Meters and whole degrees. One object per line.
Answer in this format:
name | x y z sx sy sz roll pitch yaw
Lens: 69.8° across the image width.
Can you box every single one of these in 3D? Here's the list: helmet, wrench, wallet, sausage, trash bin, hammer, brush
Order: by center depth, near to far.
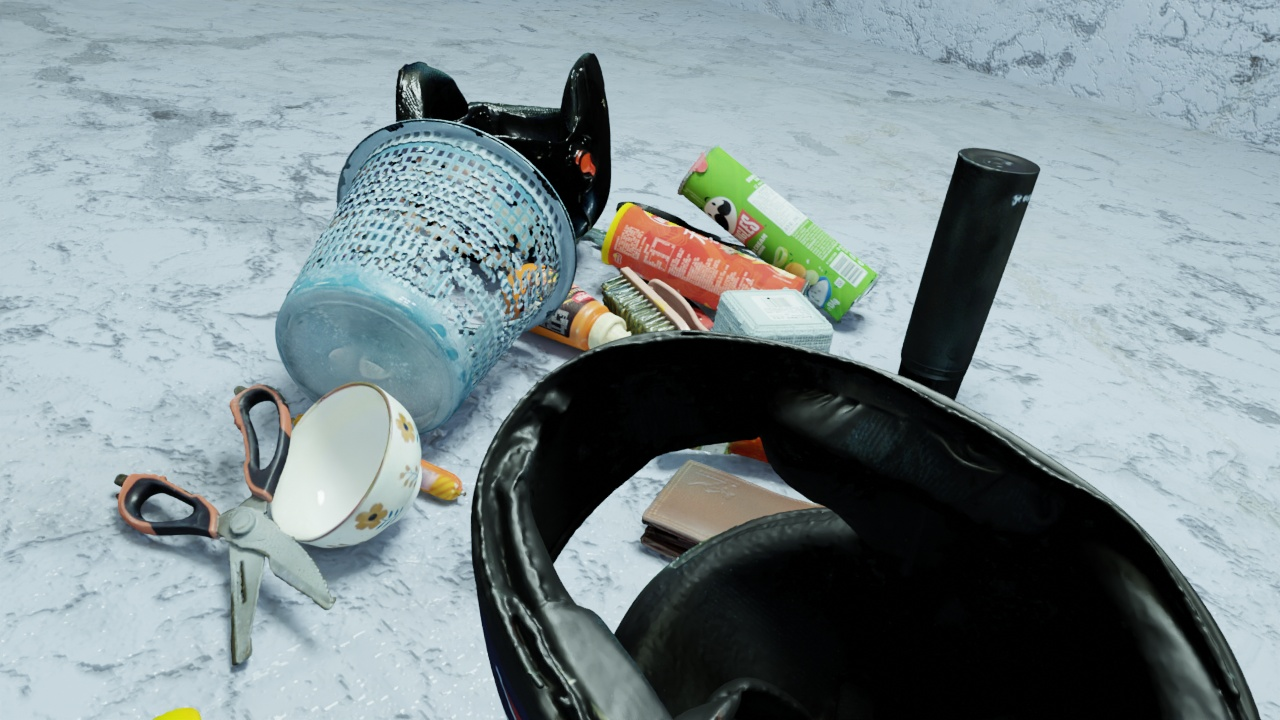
hammer | -0.130 0.256 0.380 0.323 0.032 0.125 27 34 31
helmet | 0.080 0.150 0.396 0.315 0.241 0.246 34 64 25
wallet | 0.072 0.119 0.673 0.124 0.032 0.101 18 28 16
sausage | -0.201 0.072 0.697 0.165 0.021 0.021 19 31 19
trash bin | -0.187 -0.053 0.757 0.227 0.227 0.194 12 42 7
brush | 0.020 -0.035 0.898 0.073 0.063 0.145 -19 39 -23
helmet | -0.148 -0.212 1.001 0.234 0.230 0.273 2 26 19
wrench | 0.001 -0.098 1.052 0.056 0.016 0.273 -9 33 -32

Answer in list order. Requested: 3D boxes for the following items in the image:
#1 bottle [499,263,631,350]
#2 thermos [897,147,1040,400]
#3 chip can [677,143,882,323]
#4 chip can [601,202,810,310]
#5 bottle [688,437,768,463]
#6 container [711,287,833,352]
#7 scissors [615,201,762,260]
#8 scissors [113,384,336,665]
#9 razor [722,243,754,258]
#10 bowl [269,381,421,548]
bottle | -0.067 -0.042 0.888 0.149 0.067 0.066 27 35 28
thermos | 0.293 -0.069 0.841 0.068 0.243 0.089 27 35 28
chip can | 0.152 -0.141 1.016 0.236 0.072 0.072 40 36 6
chip can | 0.068 -0.096 0.976 0.217 0.073 0.073 24 32 12
bottle | 0.118 0.063 0.754 0.206 0.060 0.059 4 30 -7
container | 0.110 0.002 0.805 0.090 0.112 0.090 -2 32 -18
scissors | 0.060 -0.148 1.097 0.221 0.021 0.228 16 -1 42
scissors | -0.265 0.095 0.599 0.226 0.015 0.188 7 52 20
razor | 0.051 -0.115 1.047 0.167 0.062 0.067 20 65 14
bowl | -0.191 0.078 0.628 0.062 0.113 0.113 40 2 -45
